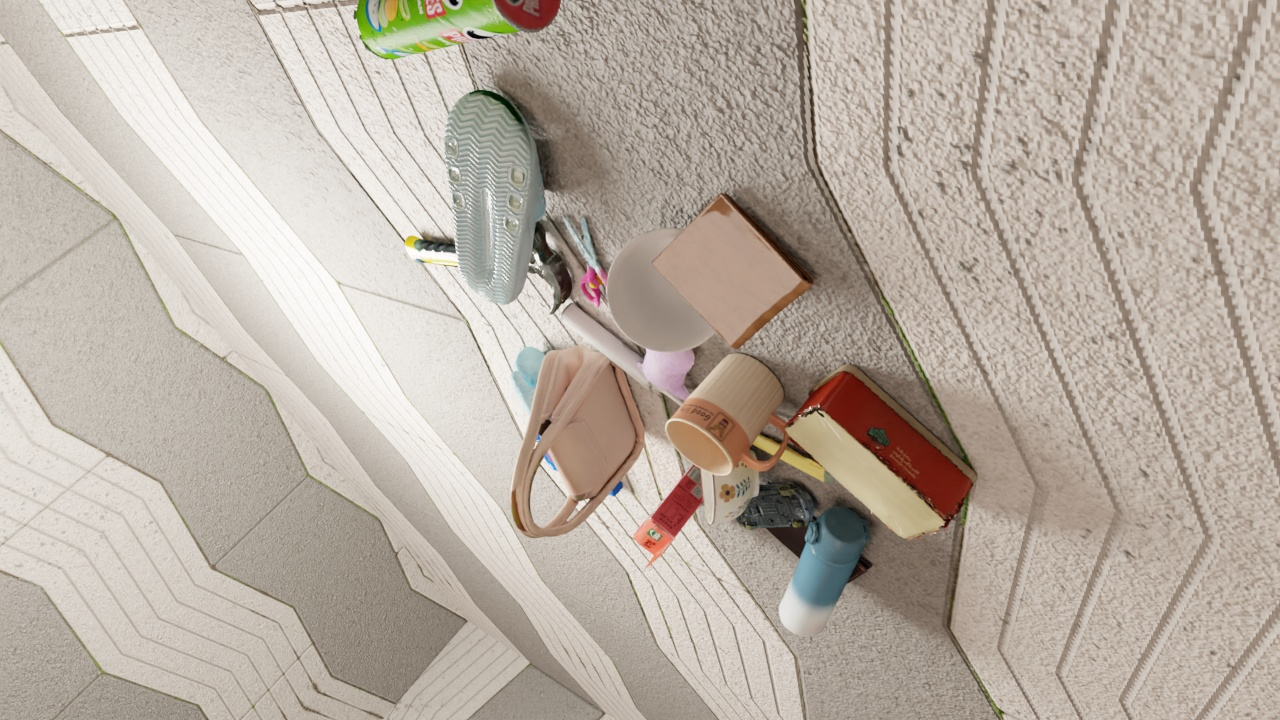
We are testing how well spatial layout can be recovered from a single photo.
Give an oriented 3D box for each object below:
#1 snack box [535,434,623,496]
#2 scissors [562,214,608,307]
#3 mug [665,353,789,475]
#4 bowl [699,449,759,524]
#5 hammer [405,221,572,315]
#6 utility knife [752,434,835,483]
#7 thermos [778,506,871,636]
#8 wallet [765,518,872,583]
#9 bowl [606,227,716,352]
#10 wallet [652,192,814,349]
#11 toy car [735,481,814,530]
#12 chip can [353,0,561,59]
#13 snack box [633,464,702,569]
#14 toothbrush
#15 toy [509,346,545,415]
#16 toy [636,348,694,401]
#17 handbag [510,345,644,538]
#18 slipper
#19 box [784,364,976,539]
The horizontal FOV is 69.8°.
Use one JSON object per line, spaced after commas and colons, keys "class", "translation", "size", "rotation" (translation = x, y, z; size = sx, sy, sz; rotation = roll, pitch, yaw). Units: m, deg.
{"class": "snack box", "translation": [-0.105, 0.164, 1.490], "size": [0.157, 0.026, 0.084], "rotation": [17, 145, 41]}
{"class": "scissors", "translation": [-0.046, -0.104, 1.015], "size": [0.096, 0.017, 0.137], "rotation": [28, 147, 29]}
{"class": "mug", "translation": [0.102, 0.063, 0.960], "size": [0.114, 0.105, 0.082], "rotation": [32, 153, 19]}
{"class": "bowl", "translation": [0.107, 0.136, 1.096], "size": [0.062, 0.113, 0.114], "rotation": [-5, 147, -3]}
{"class": "hammer", "translation": [-0.202, -0.127, 1.174], "size": [0.324, 0.031, 0.126], "rotation": [12, 141, 45]}
{"class": "utility knife", "translation": [0.151, 0.100, 1.052], "size": [0.173, 0.018, 0.031], "rotation": [23, 144, 32]}
{"class": "thermos", "translation": [0.219, 0.256, 1.111], "size": [0.070, 0.070, 0.221], "rotation": [31, 142, 21]}
{"class": "wallet", "translation": [0.222, 0.235, 1.162], "size": [0.122, 0.020, 0.097], "rotation": [40, 149, 6]}
{"class": "bowl", "translation": [0.029, -0.071, 0.888], "size": [0.118, 0.118, 0.064], "rotation": [44, -167, -5]}
{"class": "wallet", "translation": [0.081, -0.079, 0.822], "size": [0.115, 0.020, 0.101], "rotation": [46, 124, -3]}
{"class": "toy car", "translation": [0.161, 0.177, 1.127], "size": [0.121, 0.036, 0.054], "rotation": [-12, 104, 47]}
{"class": "chip can", "translation": [-0.166, -0.310, 0.800], "size": [0.236, 0.072, 0.072], "rotation": [12, 141, 47]}
{"class": "snack box", "translation": [0.039, 0.213, 1.254], "size": [0.044, 0.126, 0.113], "rotation": [39, 153, 5]}
{"class": "toothbrush", "translation": [-0.007, 0.006, 1.114], "size": [0.221, 0.026, 0.026], "rotation": [38, -164, 8]}
{"class": "toy", "translation": [-0.137, 0.035, 1.249], "size": [0.161, 0.050, 0.156], "rotation": [42, -157, -56]}
{"class": "toy", "translation": [0.032, 0.003, 1.042], "size": [0.084, 0.038, 0.108], "rotation": [35, 151, 14]}
{"class": "handbag", "translation": [-0.091, 0.119, 1.164], "size": [0.093, 0.233, 0.193], "rotation": [8, 142, 27]}
{"class": "slipper", "translation": [-0.147, -0.169, 0.981], "size": [0.104, 0.074, 0.246], "rotation": [23, 133, 17]}
{"class": "box", "translation": [0.222, 0.095, 0.877], "size": [0.168, 0.079, 0.091], "rotation": [42, 153, 1]}
